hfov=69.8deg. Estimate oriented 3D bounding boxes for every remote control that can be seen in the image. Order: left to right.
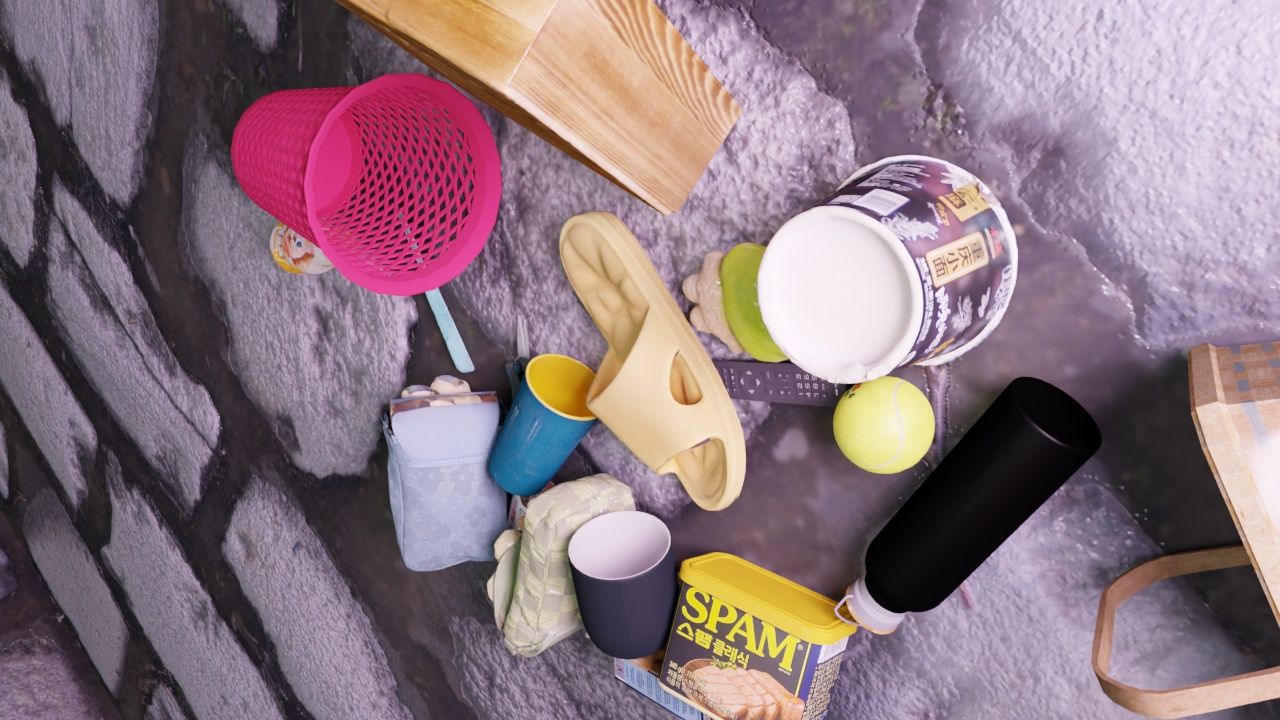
[{"bbox_3d":[0.098,0.015,0.692,0.137,0.015,0.032,3,108,43],"label":"remote control"}]

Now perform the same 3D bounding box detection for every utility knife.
[{"bbox_3d":[-0.211,-0.069,0.927,0.022,0.015,0.179,-20,95,43],"label":"utility knife"}]

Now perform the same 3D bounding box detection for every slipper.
[{"bbox_3d":[-0.004,0.004,0.724,0.263,0.078,0.100,62,146,8],"label":"slipper"}]

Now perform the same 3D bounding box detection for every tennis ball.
[{"bbox_3d":[0.162,0.043,0.613,0.065,0.065,0.065,16,117,36],"label":"tennis ball"}]

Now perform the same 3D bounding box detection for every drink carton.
[{"bbox_3d":[0.045,0.277,0.807,0.130,0.064,0.040,19,127,35],"label":"drink carton"}]

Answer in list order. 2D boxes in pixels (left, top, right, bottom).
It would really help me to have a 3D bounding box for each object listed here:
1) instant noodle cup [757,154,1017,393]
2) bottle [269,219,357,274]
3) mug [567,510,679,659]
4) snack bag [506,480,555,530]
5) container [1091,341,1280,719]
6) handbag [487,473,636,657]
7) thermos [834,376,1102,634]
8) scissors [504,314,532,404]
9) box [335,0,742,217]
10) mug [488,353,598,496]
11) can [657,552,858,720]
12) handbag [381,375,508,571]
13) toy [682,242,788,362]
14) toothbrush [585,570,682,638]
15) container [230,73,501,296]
[{"bbox_3d":[0.142,-0.051,0.562,0.137,0.112,0.137,16,115,37],"label":"instant noodle cup"},{"bbox_3d":[-0.352,-0.125,0.996,0.109,0.063,0.063,5,109,40],"label":"bottle"},{"bbox_3d":[-0.005,0.179,0.776,0.085,0.121,0.095,5,122,21],"label":"mug"},{"bbox_3d":[-0.116,0.171,0.936,0.057,0.013,0.158,36,130,23],"label":"snack bag"},{"bbox_3d":[0.321,0.118,0.446,0.187,0.157,0.250,-24,90,32],"label":"container"},{"bbox_3d":[-0.077,0.177,0.851,0.117,0.113,0.187,36,124,36],"label":"handbag"},{"bbox_3d":[0.202,0.113,0.608,0.061,0.061,0.232,43,130,20],"label":"thermos"},{"bbox_3d":[-0.113,0.032,0.878,0.128,0.019,0.141,54,133,9],"label":"scissors"},{"bbox_3d":[-0.053,-0.318,0.573,0.279,0.281,0.315,38,100,25],"label":"box"},{"bbox_3d":[-0.089,0.063,0.826,0.078,0.078,0.122,45,127,18],"label":"mug"},{"bbox_3d":[0.089,0.228,0.722,0.135,0.075,0.104,18,99,35],"label":"can"},{"bbox_3d":[-0.191,0.109,0.919,0.118,0.121,0.192,-121,27,-59],"label":"handbag"},{"bbox_3d":[0.076,-0.042,0.667,0.115,0.046,0.092,5,121,51],"label":"toy"},{"bbox_3d":[-0.002,0.233,0.865,0.018,0.015,0.182,52,132,5],"label":"toothbrush"},{"bbox_3d":[-0.269,-0.175,0.842,0.226,0.182,0.183,22,120,42],"label":"container"}]
